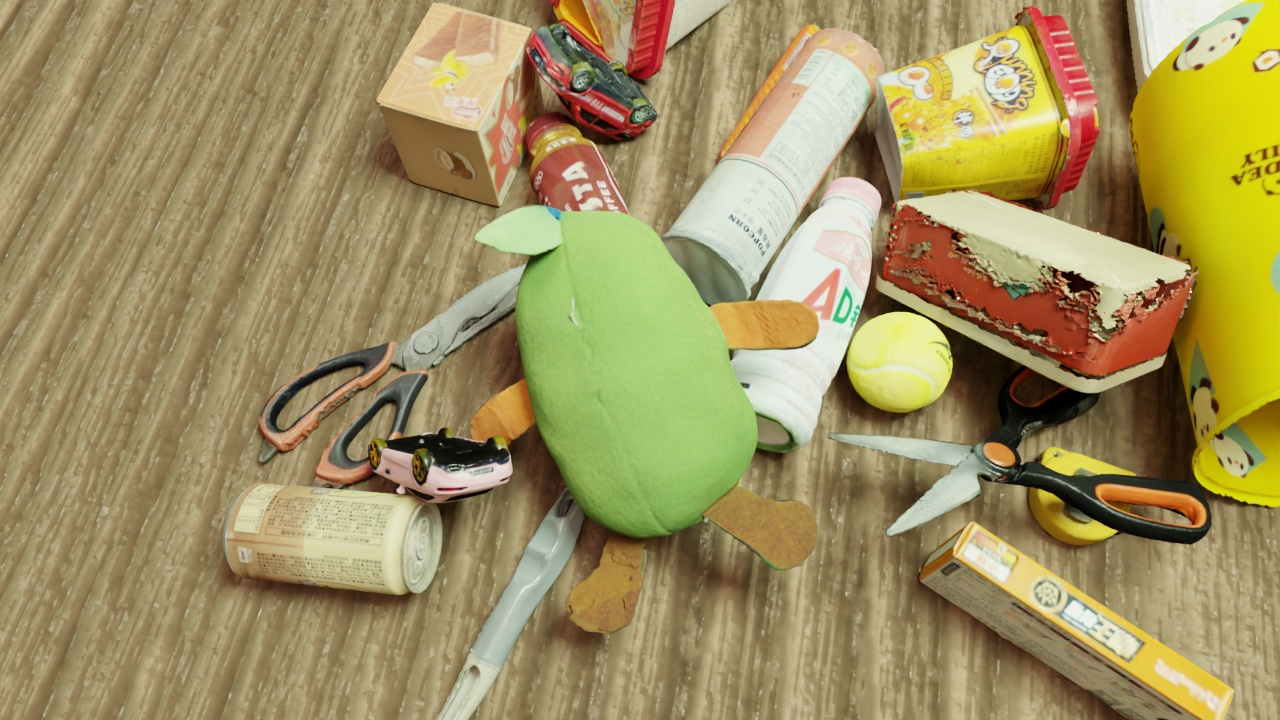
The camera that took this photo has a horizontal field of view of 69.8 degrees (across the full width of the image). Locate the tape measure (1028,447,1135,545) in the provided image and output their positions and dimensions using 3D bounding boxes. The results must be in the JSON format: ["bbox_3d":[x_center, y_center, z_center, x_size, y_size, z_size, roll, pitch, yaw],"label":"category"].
[{"bbox_3d":[0.275,0.085,0.573,0.060,0.029,0.057,20,69,10],"label":"tape measure"}]

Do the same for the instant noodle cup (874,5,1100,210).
[{"bbox_3d":[0.235,-0.165,0.644,0.124,0.116,0.116,-12,67,9],"label":"instant noodle cup"}]

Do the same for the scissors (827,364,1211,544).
[{"bbox_3d":[0.226,0.057,0.548,0.221,0.022,0.223,21,40,10],"label":"scissors"}]

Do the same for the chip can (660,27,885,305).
[{"bbox_3d":[0.096,-0.139,0.646,0.071,0.071,0.214,30,68,13],"label":"chip can"}]

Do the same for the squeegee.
[{"bbox_3d":[-0.097,0.179,0.536,0.247,0.039,0.246,18,60,28],"label":"squeegee"}]

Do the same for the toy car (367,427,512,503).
[{"bbox_3d":[-0.120,0.063,0.548,0.056,0.123,0.037,-6,95,-35],"label":"toy car"}]

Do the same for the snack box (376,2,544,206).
[{"bbox_3d":[-0.125,-0.182,0.662,0.077,0.093,0.094,18,68,8],"label":"snack box"}]

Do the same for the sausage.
[{"bbox_3d":[0.100,-0.202,0.704,0.021,0.021,0.165,28,70,13],"label":"sausage"}]

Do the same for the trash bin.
[{"bbox_3d":[0.419,-0.072,0.542,0.229,0.230,0.254,-1,61,1],"label":"trash bin"}]

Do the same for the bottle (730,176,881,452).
[{"bbox_3d":[0.111,-0.038,0.609,0.068,0.068,0.196,22,67,10],"label":"bottle"}]

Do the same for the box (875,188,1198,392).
[{"bbox_3d":[0.234,-0.057,0.560,0.091,0.079,0.168,-15,33,-30],"label":"box"}]

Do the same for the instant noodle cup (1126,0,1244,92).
[{"bbox_3d":[0.438,-0.256,0.701,0.138,0.060,0.173,6,66,4],"label":"instant noodle cup"}]

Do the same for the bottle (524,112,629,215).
[{"bbox_3d":[-0.036,-0.102,0.639,0.057,0.057,0.174,-21,60,-8],"label":"bottle"}]

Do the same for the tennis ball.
[{"bbox_3d":[0.167,0.001,0.592,0.065,0.065,0.065,0,67,1],"label":"tennis ball"}]

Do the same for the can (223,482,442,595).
[{"bbox_3d":[-0.183,0.107,0.551,0.116,0.058,0.058,3,66,10],"label":"can"}]

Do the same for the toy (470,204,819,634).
[{"bbox_3d":[-0.003,0.020,0.530,0.227,0.090,0.246,-20,84,16],"label":"toy"}]

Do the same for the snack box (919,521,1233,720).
[{"bbox_3d":[0.239,0.152,0.519,0.154,0.075,0.026,33,71,14],"label":"snack box"}]

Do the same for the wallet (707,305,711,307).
[{"bbox_3d":[-0.004,0.004,0.621,0.121,0.019,0.097,3,66,1],"label":"wallet"}]

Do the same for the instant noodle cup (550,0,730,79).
[{"bbox_3d":[0.009,-0.301,0.708,0.124,0.117,0.116,-36,70,-27],"label":"instant noodle cup"}]

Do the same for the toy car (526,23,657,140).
[{"bbox_3d":[-0.036,-0.195,0.658,0.045,0.120,0.053,-41,61,21],"label":"toy car"}]

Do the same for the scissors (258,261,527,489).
[{"bbox_3d":[-0.150,0.010,0.623,0.206,0.015,0.194,-1,65,1],"label":"scissors"}]
